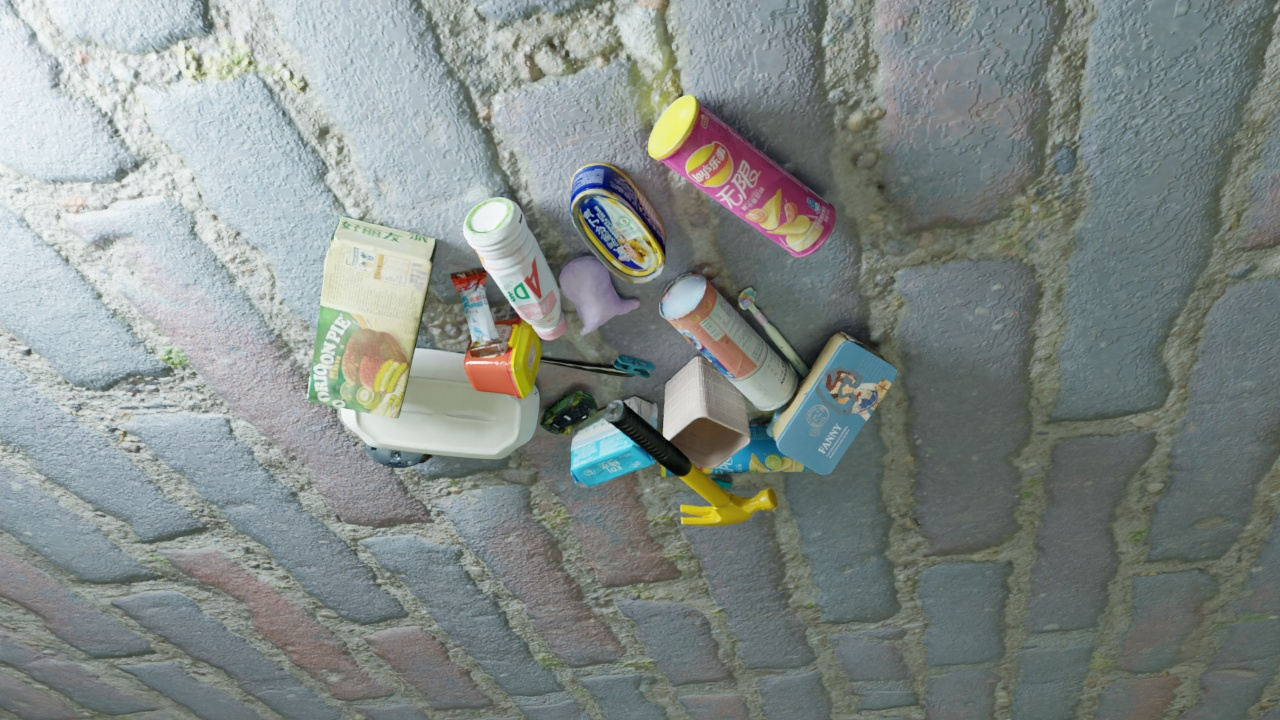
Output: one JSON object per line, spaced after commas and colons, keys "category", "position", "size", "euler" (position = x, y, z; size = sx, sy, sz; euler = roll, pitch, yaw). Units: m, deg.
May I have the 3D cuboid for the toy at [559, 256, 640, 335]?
{"category": "toy", "position": [-0.055, -0.082, 1.101], "size": [0.084, 0.039, 0.108], "euler": [-27, 131, 4]}

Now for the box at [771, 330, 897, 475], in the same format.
{"category": "box", "position": [0.242, 0.059, 1.175], "size": [0.090, 0.061, 0.184], "euler": [27, 100, -9]}

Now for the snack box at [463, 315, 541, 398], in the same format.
{"category": "snack box", "position": [-0.174, -0.006, 1.152], "size": [0.080, 0.091, 0.082], "euler": [1, 140, 10]}

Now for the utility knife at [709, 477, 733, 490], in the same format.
{"category": "utility knife", "position": [0.102, 0.180, 1.347], "size": [0.029, 0.013, 0.215], "euler": [-17, 163, 16]}

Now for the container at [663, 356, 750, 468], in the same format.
{"category": "container", "position": [0.085, 0.066, 1.212], "size": [0.090, 0.110, 0.090], "euler": [25, 133, -25]}

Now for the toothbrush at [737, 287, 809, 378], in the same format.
{"category": "toothbrush", "position": [0.177, -0.028, 1.175], "size": [0.020, 0.029, 0.189], "euler": [22, 162, 47]}

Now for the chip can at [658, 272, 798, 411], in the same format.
{"category": "chip can", "position": [0.113, -0.020, 1.144], "size": [0.071, 0.071, 0.214], "euler": [-26, 132, 27]}

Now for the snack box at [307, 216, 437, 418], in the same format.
{"category": "snack box", "position": [-0.320, -0.045, 1.090], "size": [0.114, 0.063, 0.241], "euler": [12, 125, -13]}

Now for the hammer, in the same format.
{"category": "hammer", "position": [0.053, 0.139, 1.186], "size": [0.129, 0.032, 0.300], "euler": [-24, 134, 25]}

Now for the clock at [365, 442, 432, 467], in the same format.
{"category": "clock", "position": [-0.335, 0.113, 1.312], "size": [0.122, 0.055, 0.082], "euler": [14, 136, -17]}

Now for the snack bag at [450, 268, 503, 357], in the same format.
{"category": "snack bag", "position": [-0.196, -0.058, 1.106], "size": [0.048, 0.104, 0.026], "euler": [-11, 180, 13]}

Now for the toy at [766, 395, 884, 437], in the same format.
{"category": "toy", "position": [0.250, 0.066, 1.236], "size": [0.161, 0.049, 0.156], "euler": [-2, 115, -9]}

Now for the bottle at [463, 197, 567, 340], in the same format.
{"category": "bottle", "position": [-0.135, -0.098, 1.064], "size": [0.068, 0.068, 0.197], "euler": [-11, 140, 13]}

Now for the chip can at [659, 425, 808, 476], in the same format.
{"category": "chip can", "position": [0.133, 0.129, 1.314], "size": [0.210, 0.071, 0.071], "euler": [-2, 139, 2]}

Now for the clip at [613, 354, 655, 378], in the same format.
{"category": "clip", "position": [-0.008, 0.007, 1.220], "size": [0.056, 0.014, 0.043], "euler": [17, 136, -21]}

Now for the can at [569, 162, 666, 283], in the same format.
{"category": "can", "position": [-0.023, -0.149, 1.015], "size": [0.075, 0.049, 0.148], "euler": [-20, 135, 22]}

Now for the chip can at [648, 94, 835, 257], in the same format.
{"category": "chip can", "position": [0.109, -0.186, 0.955], "size": [0.210, 0.071, 0.072], "euler": [30, 131, -29]}

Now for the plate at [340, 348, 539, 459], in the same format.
{"category": "plate", "position": [-0.269, 0.066, 1.229], "size": [0.265, 0.034, 0.162], "euler": [8, 116, -9]}

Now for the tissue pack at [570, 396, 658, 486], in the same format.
{"category": "tissue pack", "position": [-0.035, 0.116, 1.286], "size": [0.140, 0.089, 0.063], "euler": [-24, 133, 25]}

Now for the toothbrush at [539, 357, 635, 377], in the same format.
{"category": "toothbrush", "position": [-0.095, 0.007, 1.220], "size": [0.181, 0.018, 0.016], "euler": [8, 135, -10]}

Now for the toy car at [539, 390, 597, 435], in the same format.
{"category": "toy car", "position": [-0.100, 0.071, 1.275], "size": [0.091, 0.036, 0.043], "euler": [-32, 129, 32]}
